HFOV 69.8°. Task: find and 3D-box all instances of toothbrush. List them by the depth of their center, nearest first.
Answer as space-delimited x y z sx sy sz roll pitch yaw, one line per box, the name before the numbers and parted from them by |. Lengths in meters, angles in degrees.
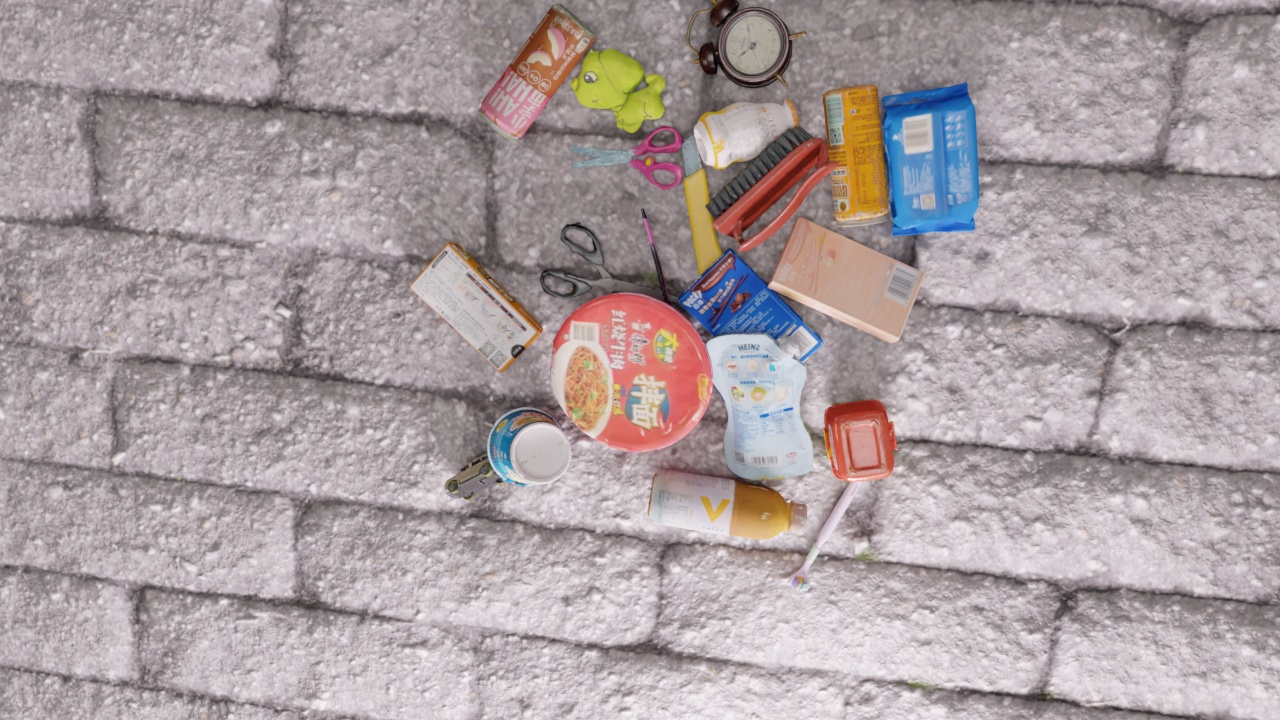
toothbrush | 0.025 -0.086 1.073 0.018 0.014 0.189 -12 106 16
toothbrush | 0.235 0.202 1.127 0.029 0.021 0.189 23 104 -11

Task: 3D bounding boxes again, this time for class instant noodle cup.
instant noodle cup | -0.006 0.006 1.072 0.194 0.065 0.194 5 111 13
instant noodle cup | -0.126 0.106 1.083 0.099 0.110 0.099 0 89 -17

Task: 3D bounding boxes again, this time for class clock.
clock | 0.109 -0.339 0.981 0.122 0.055 0.082 19 106 3

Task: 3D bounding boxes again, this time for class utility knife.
utility knife | 0.073 -0.162 1.051 0.033 0.015 0.193 -9 106 6

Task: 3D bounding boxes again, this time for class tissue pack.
tissue pack | 0.313 -0.213 0.992 0.095 0.052 0.157 -6 104 10

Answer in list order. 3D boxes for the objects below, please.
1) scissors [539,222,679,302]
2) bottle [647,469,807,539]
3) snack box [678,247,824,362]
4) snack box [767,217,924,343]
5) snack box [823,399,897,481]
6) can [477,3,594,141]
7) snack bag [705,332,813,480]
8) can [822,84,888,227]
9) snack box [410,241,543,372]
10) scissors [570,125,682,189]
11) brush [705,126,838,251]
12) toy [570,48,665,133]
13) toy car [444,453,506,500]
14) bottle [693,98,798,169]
scissors | -0.039 -0.093 1.088 0.171 0.014 0.159 -17 105 9
bottle | 0.105 0.178 1.112 0.189 0.068 0.068 9 105 4
snack box | 0.128 -0.047 1.063 0.157 0.026 0.085 43 105 -13
snack box | 0.231 -0.090 1.032 0.157 0.026 0.084 24 81 0
snack box | 0.256 0.095 1.059 0.082 0.080 0.091 -10 91 8
can | -0.115 -0.317 1.013 0.058 0.057 0.147 40 106 -4
snack bag | 0.141 0.053 1.070 0.110 0.038 0.191 0 119 21
can | 0.234 -0.222 0.996 0.058 0.058 0.146 -7 104 8
snack box | -0.197 -0.063 1.106 0.153 0.026 0.075 44 106 -5
scissors | -0.016 -0.241 1.045 0.137 0.017 0.077 12 106 7
brush | 0.147 -0.187 1.004 0.146 0.063 0.069 -42 71 18
toy | -0.023 -0.303 1.019 0.097 0.031 0.100 -26 105 13
toy car | -0.205 0.146 1.155 0.090 0.042 0.035 -30 55 12
bottle | 0.116 -0.251 1.001 0.108 0.063 0.063 -19 102 -3
